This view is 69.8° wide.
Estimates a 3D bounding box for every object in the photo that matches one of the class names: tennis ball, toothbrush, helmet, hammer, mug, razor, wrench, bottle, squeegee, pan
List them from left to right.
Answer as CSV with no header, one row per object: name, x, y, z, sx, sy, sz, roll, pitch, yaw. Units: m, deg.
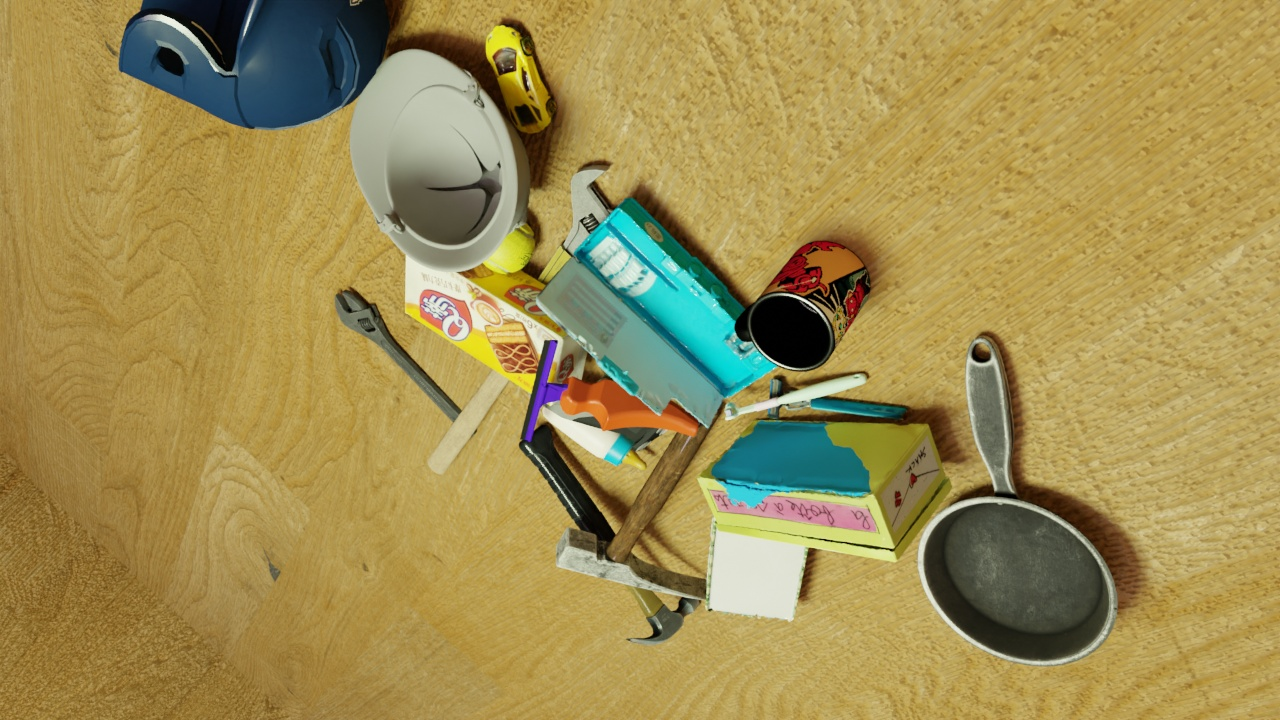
helmet,-0.350,-0.348,0.880,0.222,0.231,0.273,14,142,-28
wrench,-0.329,0.007,1.290,0.273,0.018,0.073,48,136,-8
helmet,-0.183,-0.198,0.955,0.184,0.117,0.271,-51,62,20
hammer,-0.230,0.073,1.251,0.119,0.030,0.332,42,133,0
tennis ball,-0.150,-0.129,1.016,0.065,0.065,0.065,19,133,23
wrench,-0.085,-0.112,1.017,0.083,0.018,0.274,43,137,-1
bottle,-0.052,0.089,1.130,0.146,0.051,0.051,36,137,7
hammer,-0.051,0.233,1.215,0.333,0.117,0.025,55,141,-6
razor,-0.042,0.061,1.080,0.156,0.060,0.057,20,174,11
squeegee,-0.026,0.049,1.000,0.185,0.055,0.250,16,150,-5
hammer,0.051,0.172,1.110,0.217,0.037,0.301,18,123,-17
mug,0.141,-0.047,0.848,0.118,0.098,0.082,-13,115,41
toothbrush,0.157,0.036,0.940,0.155,0.022,0.015,-16,137,26
razor,0.201,0.046,0.939,0.144,0.022,0.042,6,91,27
pan,0.350,0.138,0.882,0.188,0.055,0.357,2,112,38

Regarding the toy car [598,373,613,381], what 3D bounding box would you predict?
toy car,-0.006,0.006,1.036,0.112,0.047,0.047,-18,89,37

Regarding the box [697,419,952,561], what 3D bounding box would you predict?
box,0.178,0.122,0.921,0.221,0.124,0.081,-5,117,46

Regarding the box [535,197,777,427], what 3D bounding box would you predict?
box,0.020,-0.034,0.916,0.227,0.121,0.098,43,138,-9

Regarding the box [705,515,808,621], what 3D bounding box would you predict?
box,0.139,0.227,1.086,0.118,0.049,0.206,4,130,6

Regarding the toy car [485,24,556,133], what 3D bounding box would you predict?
toy car,-0.120,-0.277,0.905,0.049,0.030,0.107,-1,121,38

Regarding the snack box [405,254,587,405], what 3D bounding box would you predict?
snack box,-0.168,-0.054,1.065,0.230,0.061,0.110,31,135,18
